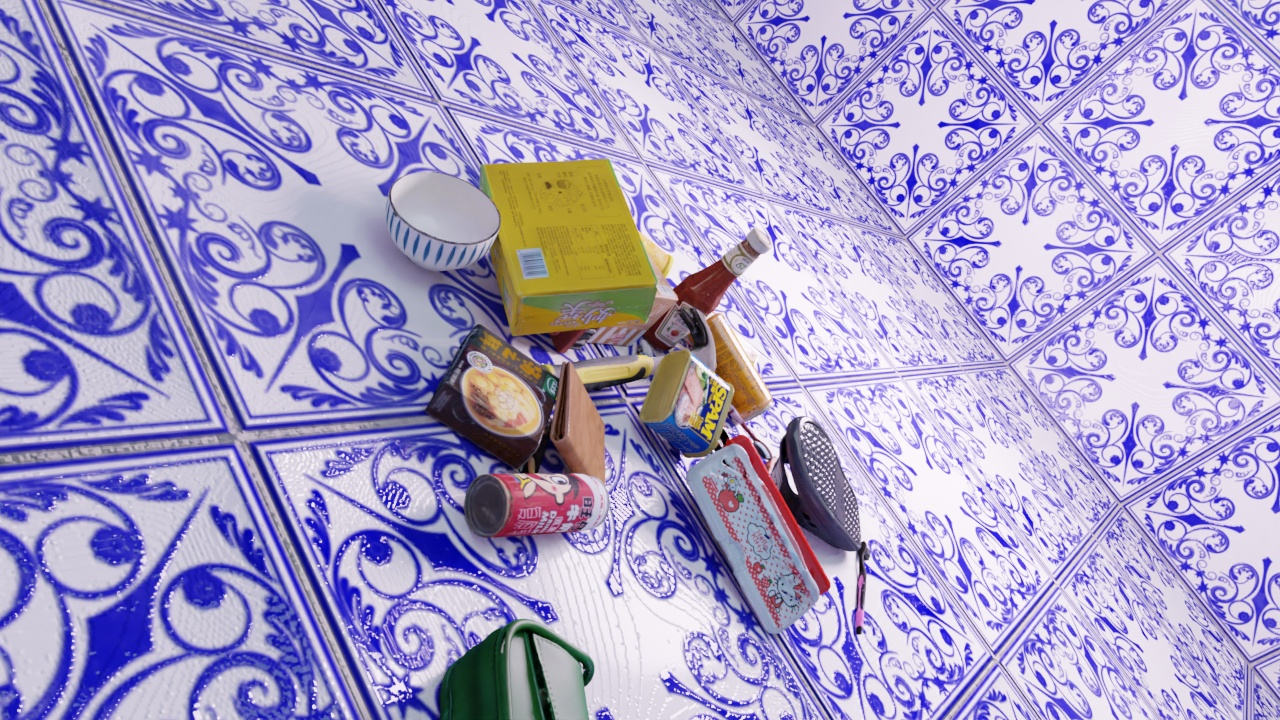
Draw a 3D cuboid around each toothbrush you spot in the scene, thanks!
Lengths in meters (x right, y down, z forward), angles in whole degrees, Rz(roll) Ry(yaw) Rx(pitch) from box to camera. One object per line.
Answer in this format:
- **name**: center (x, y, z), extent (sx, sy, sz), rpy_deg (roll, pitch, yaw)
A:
- **toothbrush**: center (0.112, 0.061, 1.210), extent (0.017, 0.016, 0.187), rpy_deg (1, 44, -52)
- **toothbrush**: center (0.286, 0.291, 1.178), extent (0.018, 0.014, 0.188), rpy_deg (55, 26, -13)

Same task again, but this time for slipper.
- **slipper**: center (0.212, 0.169, 1.153), extent (0.268, 0.083, 0.110), rpy_deg (51, 36, -48)

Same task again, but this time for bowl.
- **bowl**: center (-0.210, -0.136, 0.956), extent (0.116, 0.066, 0.116), rpy_deg (17, 41, -15)

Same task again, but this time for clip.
- **clip**: center (0.006, -0.008, 1.167), extent (0.027, 0.043, 0.058), rpy_deg (34, 22, -18)

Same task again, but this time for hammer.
- **hammer**: center (-0.006, 0.006, 1.070), extent (0.322, 0.032, 0.126), rpy_deg (-8, 96, -52)

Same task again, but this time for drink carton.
- **drink carton**: center (0.110, -0.024, 1.309), extent (0.122, 0.046, 0.053), rpy_deg (41, 37, -8)

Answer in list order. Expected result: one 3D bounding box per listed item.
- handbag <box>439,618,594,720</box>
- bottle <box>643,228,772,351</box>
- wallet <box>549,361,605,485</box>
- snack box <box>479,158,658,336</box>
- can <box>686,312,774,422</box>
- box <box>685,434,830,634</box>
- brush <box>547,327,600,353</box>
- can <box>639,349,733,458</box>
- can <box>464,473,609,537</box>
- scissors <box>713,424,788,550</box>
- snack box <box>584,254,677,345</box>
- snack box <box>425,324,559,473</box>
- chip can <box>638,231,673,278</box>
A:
- **handbag**: center (-0.076, 0.260, 0.645), extent (0.120, 0.068, 0.131), rpy_deg (36, 27, -36)
- **bottle**: center (0.085, -0.092, 1.187), extent (0.059, 0.207, 0.059), rpy_deg (35, 30, -24)
- **wallet**: center (-0.058, 0.071, 0.912), extent (0.115, 0.020, 0.101), rpy_deg (-90, 160, -47)
- **snack box**: center (-0.085, -0.131, 1.024), extent (0.157, 0.070, 0.209), rpy_deg (-7, 53, -18)
- **can**: center (0.122, 0.010, 1.243), extent (0.146, 0.058, 0.058), rpy_deg (59, 27, -1)
- **box**: center (0.138, 0.184, 1.020), extent (0.201, 0.074, 0.154), rpy_deg (61, 30, 2)
- **brush**: center (-0.103, -0.082, 1.062), extent (0.069, 0.063, 0.145), rpy_deg (10, 43, -47)
- **can**: center (0.054, 0.050, 1.069), extent (0.083, 0.057, 0.101), rpy_deg (39, 60, -34)
- **can**: center (-0.088, 0.127, 0.810), extent (0.132, 0.053, 0.053), rpy_deg (9, 46, -51)
- **scissors**: center (0.134, 0.152, 1.144), extent (0.188, 0.015, 0.225), rpy_deg (22, 37, -40)
- **snack box**: center (-0.027, -0.077, 1.127), extent (0.092, 0.095, 0.077), rpy_deg (2, 50, -54)
- **snack box**: center (-0.130, 0.041, 0.877), extent (0.125, 0.053, 0.113), rpy_deg (34, 29, -13)
- **chip can**: center (-0.055, -0.175, 1.245), extent (0.213, 0.072, 0.072), rpy_deg (37, 29, -19)
